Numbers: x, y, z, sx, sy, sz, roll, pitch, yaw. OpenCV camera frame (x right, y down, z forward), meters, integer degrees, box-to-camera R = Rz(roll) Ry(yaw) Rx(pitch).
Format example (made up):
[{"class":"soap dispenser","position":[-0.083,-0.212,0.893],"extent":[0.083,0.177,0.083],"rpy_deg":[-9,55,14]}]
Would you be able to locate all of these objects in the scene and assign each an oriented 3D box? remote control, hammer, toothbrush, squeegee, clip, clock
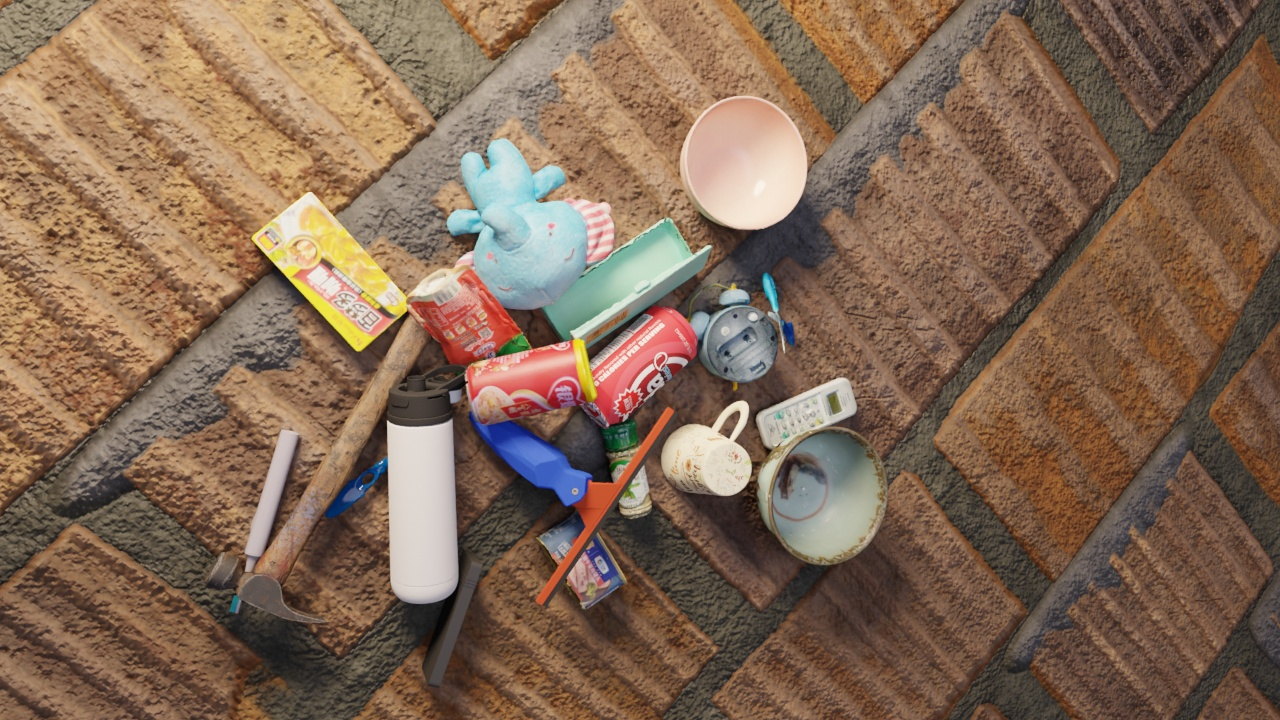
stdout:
[{"class":"remote control","position":[-0.199,0.271,0.969],"extent":[0.013,0.058,0.133],"rpy_deg":[20,86,-19]},{"class":"remote control","position":[0.203,0.065,1.125],"extent":[0.133,0.022,0.050],"rpy_deg":[-21,99,-18]},{"class":"hammer","position":[-0.294,0.100,0.930],"extent":[0.120,0.033,0.329],"rpy_deg":[33,75,-20]},{"class":"toothbrush","position":[-0.277,0.117,0.957],"extent":[0.132,0.016,0.021],"rpy_deg":[-43,93,-14]},{"class":"squeegee","position":[-0.107,0.106,0.968],"extent":[0.185,0.055,0.249],"rpy_deg":[35,95,13]},{"class":"clip","position":[-0.061,-0.169,1.024],"extent":[0.060,0.043,0.023],"rpy_deg":[1,89,7]},{"class":"clock","position":[0.104,-0.031,1.069],"extent":[0.088,0.052,0.124],"rpy_deg":[-36,101,-11]},{"class":"toothbrush","position":[-0.379,0.162,0.921],"extent":[0.019,0.018,0.188],"rpy_deg":[17,86,-22]}]

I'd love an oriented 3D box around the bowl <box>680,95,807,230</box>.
[{"class":"bowl","position":[0.107,-0.220,1.051],"extent":[0.153,0.076,0.153],"rpy_deg":[0,91,-21]}]

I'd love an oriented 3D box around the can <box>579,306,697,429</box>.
[{"class":"can","position":[-0.006,0.006,1.019],"extent":[0.142,0.074,0.074],"rpy_deg":[-42,105,-14]}]

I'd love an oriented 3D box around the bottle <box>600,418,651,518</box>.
[{"class":"bottle","position":[-0.015,0.123,1.040],"extent":[0.042,0.043,0.110],"rpy_deg":[-14,98,-19]}]

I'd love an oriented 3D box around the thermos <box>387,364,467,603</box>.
[{"class":"thermos","position":[-0.214,0.125,0.946],"extent":[0.101,0.069,0.230],"rpy_deg":[-21,115,-60]}]

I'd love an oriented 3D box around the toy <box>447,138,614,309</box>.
[{"class":"toy","position":[-0.128,-0.141,0.950],"extent":[0.183,0.114,0.180],"rpy_deg":[-23,96,9]}]

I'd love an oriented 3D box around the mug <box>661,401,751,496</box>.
[{"class":"mug","position":[0.089,0.100,1.045],"extent":[0.081,0.097,0.122],"rpy_deg":[36,80,-18]}]

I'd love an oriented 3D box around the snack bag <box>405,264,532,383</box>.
[{"class":"snack bag","position":[-0.173,-0.025,0.958],"extent":[0.087,0.044,0.155],"rpy_deg":[-27,123,8]}]

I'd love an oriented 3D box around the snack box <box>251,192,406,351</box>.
[{"class":"snack box","position":[-0.311,-0.088,0.932],"extent":[0.075,0.025,0.152],"rpy_deg":[-43,105,-13]}]

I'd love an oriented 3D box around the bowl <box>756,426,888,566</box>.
[{"class":"bowl","position":[0.200,0.154,1.089],"extent":[0.159,0.094,0.160],"rpy_deg":[-1,92,-20]}]

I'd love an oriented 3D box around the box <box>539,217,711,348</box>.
[{"class":"box","position":[-0.010,-0.082,1.006],"extent":[0.188,0.091,0.077],"rpy_deg":[-34,104,-15]}]

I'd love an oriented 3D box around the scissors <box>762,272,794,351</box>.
[{"class":"scissors","position":[0.166,-0.043,1.072],"extent":[0.014,0.129,0.117],"rpy_deg":[-22,126,15]}]

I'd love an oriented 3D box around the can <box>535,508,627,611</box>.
[{"class":"can","position":[-0.065,0.222,1.018],"extent":[0.059,0.054,0.100],"rpy_deg":[-33,102,-15]}]

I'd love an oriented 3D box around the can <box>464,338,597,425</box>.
[{"class":"can","position":[-0.112,0.023,0.944],"extent":[0.124,0.066,0.067],"rpy_deg":[-13,97,0]}]
